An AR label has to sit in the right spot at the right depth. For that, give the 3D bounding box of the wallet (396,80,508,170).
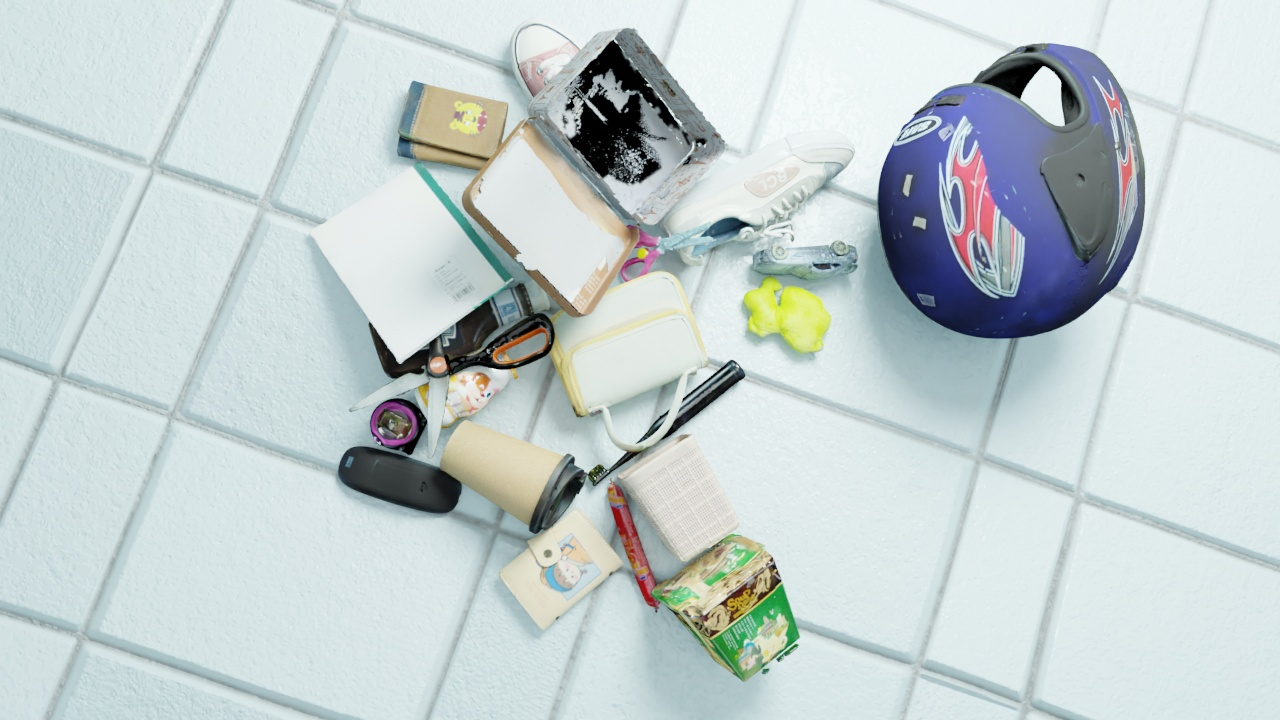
[{"bbox_3d":[-0.215,-0.266,1.053,0.115,0.033,0.090,12,81,-7],"label":"wallet"}]

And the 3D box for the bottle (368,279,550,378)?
[{"bbox_3d":[-0.197,-0.043,1.020,0.194,0.044,0.080,-20,77,-8],"label":"bottle"}]

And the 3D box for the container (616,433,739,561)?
[{"bbox_3d":[0.043,0.149,0.993,0.090,0.090,0.111,-32,89,-8],"label":"container"}]

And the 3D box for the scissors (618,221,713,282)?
[{"bbox_3d":[0.025,-0.137,1.022,0.138,0.017,0.073,-21,78,36],"label":"scissors"}]

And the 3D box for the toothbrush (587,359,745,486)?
[{"bbox_3d":[0.028,0.072,1.033,0.212,0.026,0.027,-37,75,-7],"label":"toothbrush"}]

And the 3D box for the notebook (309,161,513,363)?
[{"bbox_3d":[-0.252,-0.113,1.001,0.150,0.012,0.209,-36,64,-8],"label":"notebook"}]

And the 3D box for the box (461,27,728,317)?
[{"bbox_3d":[-0.052,-0.195,0.953,0.259,0.110,0.179,-49,117,-6],"label":"box"}]

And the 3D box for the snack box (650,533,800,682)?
[{"bbox_3d":[0.098,0.266,0.973,0.118,0.118,0.105,-32,101,-17],"label":"snack box"}]

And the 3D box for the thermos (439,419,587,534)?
[{"bbox_3d":[-0.138,0.121,0.985,0.143,0.093,0.093,26,81,8],"label":"thermos"}]

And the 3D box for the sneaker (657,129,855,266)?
[{"bbox_3d":[0.142,-0.180,1.038,0.242,0.089,0.090,-24,70,-3],"label":"sneaker"}]

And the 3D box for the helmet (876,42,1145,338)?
[{"bbox_3d":[0.374,-0.180,0.975,0.240,0.248,0.315,-5,89,-24],"label":"helmet"}]

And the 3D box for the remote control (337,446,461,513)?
[{"bbox_3d":[-0.264,0.130,1.002,0.136,0.024,0.053,17,81,-2],"label":"remote control"}]

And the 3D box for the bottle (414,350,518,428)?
[{"bbox_3d":[-0.189,0.028,1.001,0.108,0.063,0.063,-27,86,-7],"label":"bottle"}]

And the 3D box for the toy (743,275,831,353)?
[{"bbox_3d":[0.172,-0.053,1.057,0.100,0.031,0.096,-8,82,-5],"label":"toy"}]

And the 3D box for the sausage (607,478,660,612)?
[{"bbox_3d":[-0.009,0.204,1.016,0.020,0.020,0.156,-20,85,-7],"label":"sausage"}]

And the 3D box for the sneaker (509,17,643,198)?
[{"bbox_3d":[-0.069,-0.292,1.039,0.118,0.088,0.241,-30,87,-8],"label":"sneaker"}]

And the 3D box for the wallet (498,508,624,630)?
[{"bbox_3d":[-0.089,0.225,1.006,0.115,0.024,0.087,-38,92,-7],"label":"wallet"}]

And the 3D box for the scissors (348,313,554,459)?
[{"bbox_3d":[-0.201,-0.011,0.970,0.234,0.022,0.220,-16,69,-7],"label":"scissors"}]

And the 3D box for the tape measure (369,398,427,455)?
[{"bbox_3d":[-0.266,0.070,1.001,0.058,0.039,0.057,27,82,-1],"label":"tape measure"}]

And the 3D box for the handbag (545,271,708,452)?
[{"bbox_3d":[-0.006,0.006,1.013,0.163,0.063,0.178,-22,80,-6],"label":"handbag"}]

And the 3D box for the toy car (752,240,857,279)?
[{"bbox_3d":[0.189,-0.113,1.054,0.120,0.054,0.036,-2,81,-4],"label":"toy car"}]
